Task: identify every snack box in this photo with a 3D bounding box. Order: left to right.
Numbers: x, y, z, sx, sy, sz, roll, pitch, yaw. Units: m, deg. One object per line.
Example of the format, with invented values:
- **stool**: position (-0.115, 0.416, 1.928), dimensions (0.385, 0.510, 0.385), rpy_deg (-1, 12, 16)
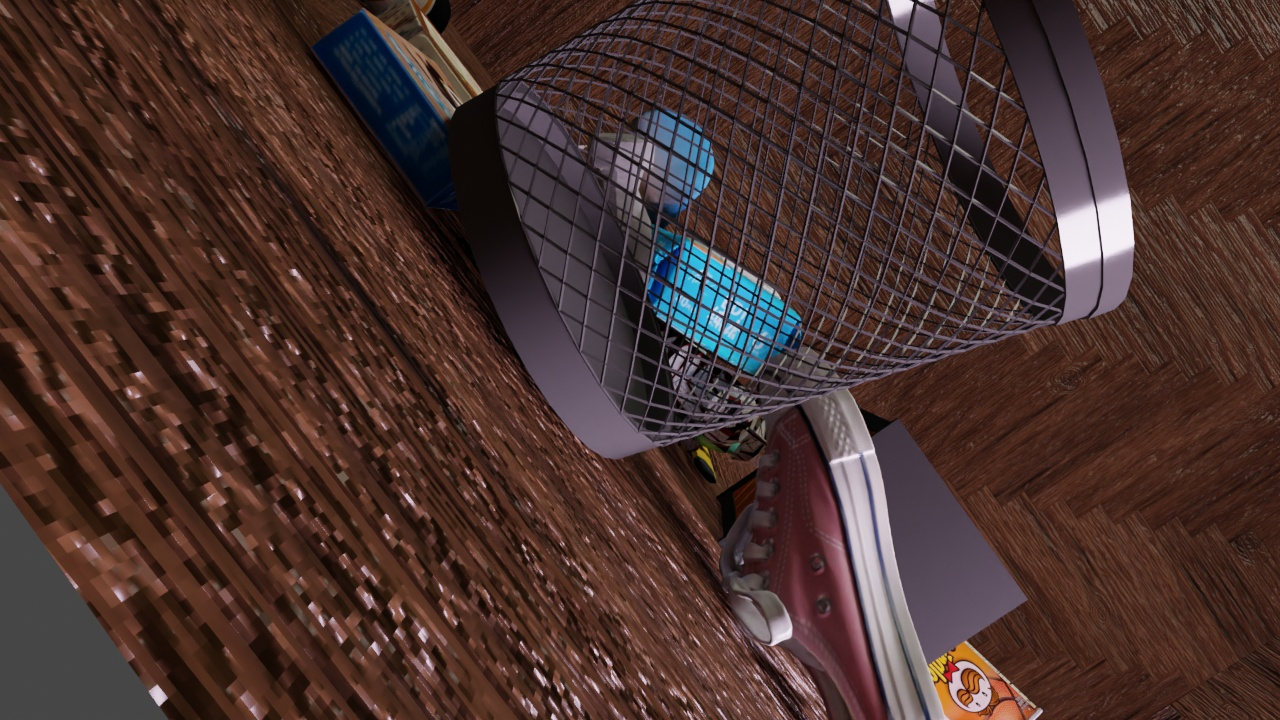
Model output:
- **snack box**: position (-0.111, -0.124, 0.485), dimensions (0.087, 0.034, 0.151), rpy_deg (55, 5, -7)
- **snack box**: position (-0.129, -0.175, 0.643), dimensions (0.143, 0.041, 0.147), rpy_deg (52, 5, -34)

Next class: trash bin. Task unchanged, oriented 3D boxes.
- **trash bin**: position (0.059, -0.081, 0.427), dimensions (0.217, 0.228, 0.217), rpy_deg (-22, 90, -77)
- **trash bin**: position (0.153, 0.132, 0.670), dimensions (0.139, 0.140, 0.171), rpy_deg (55, 4, 1)

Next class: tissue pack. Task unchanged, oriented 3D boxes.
- **tissue pack**: position (0.048, -0.045, 0.656), dimensions (0.144, 0.062, 0.093), rpy_deg (32, 3, -25)

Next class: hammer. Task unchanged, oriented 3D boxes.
- **hammer**: position (-0.062, -0.123, 0.703), dimensions (0.328, 0.039, 0.131), rpy_deg (-133, -136, -62)

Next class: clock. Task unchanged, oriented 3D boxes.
- **clock**: position (0.045, 0.036, 0.692), dimensions (0.155, 0.065, 0.114), rpy_deg (38, -1, 26)

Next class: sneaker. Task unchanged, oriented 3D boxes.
- **sneaker**: position (0.084, 0.108, 0.483), dimensions (0.118, 0.088, 0.240), rpy_deg (97, -16, -63)

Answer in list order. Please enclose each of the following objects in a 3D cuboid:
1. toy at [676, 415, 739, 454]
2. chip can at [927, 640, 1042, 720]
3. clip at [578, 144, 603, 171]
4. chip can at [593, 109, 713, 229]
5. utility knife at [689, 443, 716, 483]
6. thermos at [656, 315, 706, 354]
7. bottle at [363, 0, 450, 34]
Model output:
- **toy**: position (0.049, 0.035, 0.805), dimensions (0.085, 0.033, 0.105), rpy_deg (30, 28, -36)
- **chip can**: position (0.221, 0.236, 0.770), dimensions (0.215, 0.075, 0.075), rpy_deg (44, -1, 30)
- **clip**: position (-0.075, -0.098, 0.555), dimensions (0.058, 0.102, 0.050), rpy_deg (-26, 87, -43)
- **chip can**: position (-0.016, -0.126, 0.748), dimensions (0.080, 0.079, 0.230), rpy_deg (54, -19, -2)
- **utility knife**: position (0.053, 0.077, 0.821), dimensions (0.030, 0.017, 0.179), rpy_deg (59, 7, -7)
- **thermos**: position (-0.018, -0.072, 0.896), dimensions (0.207, 0.065, 0.078), rpy_deg (55, -17, 15)
- **bottle**: position (-0.218, -0.328, 0.738), dimensions (0.059, 0.059, 0.181), rpy_deg (56, 5, 19)
